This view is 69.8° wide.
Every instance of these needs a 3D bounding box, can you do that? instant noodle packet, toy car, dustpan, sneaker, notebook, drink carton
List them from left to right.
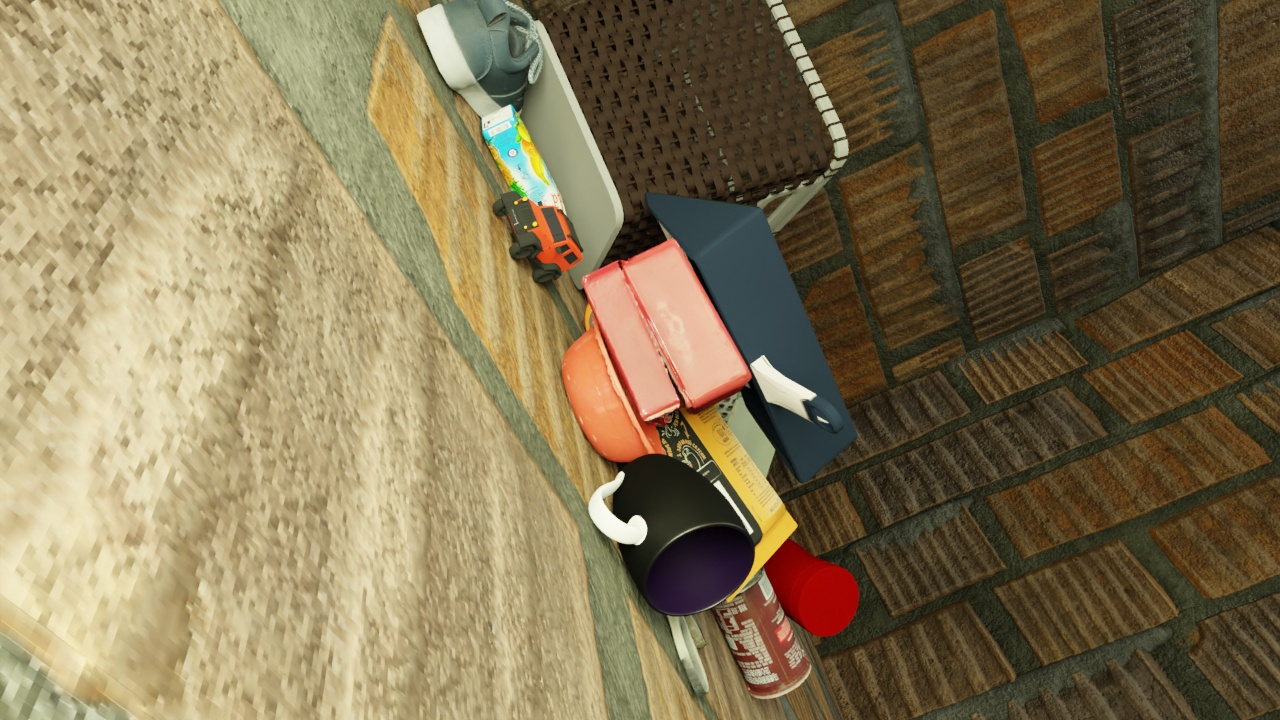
[{"bbox_3d":[-0.132,-0.283,0.850,0.235,0.087,0.089,-54,121,-84],"label":"sneaker"},{"bbox_3d":[-0.109,-0.179,0.884,0.044,0.038,0.129,-107,172,-54],"label":"drink carton"},{"bbox_3d":[-0.082,-0.105,0.763,0.100,0.049,0.051,49,18,-72],"label":"toy car"},{"bbox_3d":[0.051,0.090,0.835,0.220,0.032,0.159,55,33,6],"label":"instant noodle packet"},{"bbox_3d":[0.141,0.114,1.180,0.252,0.010,0.182,-4,113,-65],"label":"notebook"},{"bbox_3d":[0.093,-0.008,0.757,0.273,0.080,0.236,23,-33,56],"label":"dustpan"}]

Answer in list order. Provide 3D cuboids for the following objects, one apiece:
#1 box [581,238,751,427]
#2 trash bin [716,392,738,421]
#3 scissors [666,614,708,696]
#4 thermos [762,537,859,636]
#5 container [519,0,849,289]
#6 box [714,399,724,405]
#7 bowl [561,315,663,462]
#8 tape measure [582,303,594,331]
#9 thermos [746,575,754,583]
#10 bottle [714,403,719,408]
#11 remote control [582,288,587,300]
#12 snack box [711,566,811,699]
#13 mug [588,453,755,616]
[{"bbox_3d":[0.022,-0.017,0.733,0.129,0.087,0.157,61,4,6],"label":"box"},{"bbox_3d":[0.100,0.054,1.338,0.156,0.156,0.183,35,34,-80],"label":"trash bin"},{"bbox_3d":[0.024,0.187,0.724,0.157,0.012,0.171,61,7,-52],"label":"scissors"},{"bbox_3d":[0.157,0.256,1.051,0.199,0.084,0.108,-168,-97,-66],"label":"thermos"},{"bbox_3d":[0.022,-0.239,0.976,0.245,0.243,0.248,67,-18,8],"label":"container"},{"bbox_3d":[0.064,-0.031,1.095,0.143,0.187,0.105,62,-3,44],"label":"box"},{"bbox_3d":[-0.027,0.031,0.726,0.130,0.045,0.130,-23,89,-85],"label":"bowl"},{"bbox_3d":[-0.031,-0.041,0.949,0.058,0.059,0.038,27,2,8],"label":"tape measure"},{"bbox_3d":[0.037,0.115,0.885,0.068,0.068,0.230,54,14,-66],"label":"thermos"},{"bbox_3d":[0.075,0.057,1.170,0.043,0.144,0.043,27,17,-9],"label":"bottle"},{"bbox_3d":[-0.045,-0.065,1.130,0.150,0.022,0.047,57,9,-69],"label":"remote control"},{"bbox_3d":[0.122,0.282,0.962,0.072,0.072,0.121,-76,141,-81],"label":"snack box"},{"bbox_3d":[0.009,0.109,0.639,0.118,0.085,0.100,25,18,-34],"label":"mug"}]
